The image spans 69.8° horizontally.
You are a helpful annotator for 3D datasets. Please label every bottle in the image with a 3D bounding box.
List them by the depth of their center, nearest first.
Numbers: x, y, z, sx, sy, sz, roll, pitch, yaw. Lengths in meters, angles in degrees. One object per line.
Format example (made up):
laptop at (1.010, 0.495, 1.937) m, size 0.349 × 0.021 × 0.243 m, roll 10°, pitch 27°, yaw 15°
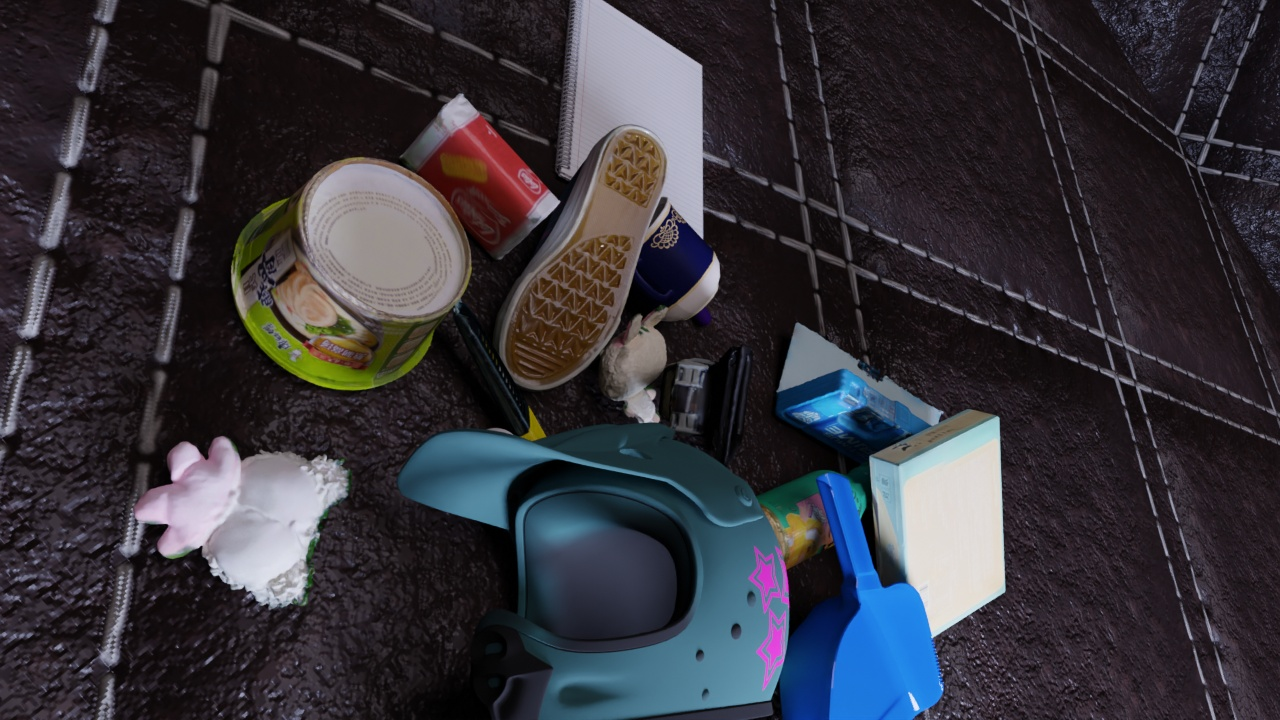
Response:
bottle at (0.167, 0.136, 0.843) m, size 0.209 × 0.068 × 0.068 m, roll -13°, pitch 78°, yaw -43°

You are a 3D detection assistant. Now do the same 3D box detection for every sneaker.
sneaker at (-0.051, -0.080, 0.749) m, size 0.087 × 0.079 × 0.235 m, roll 30°, pitch 76°, yaw -21°

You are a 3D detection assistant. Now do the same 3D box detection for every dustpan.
dustpan at (0.174, 0.224, 0.766) m, size 0.244 × 0.060 × 0.257 m, roll -13°, pitch 86°, yaw -52°

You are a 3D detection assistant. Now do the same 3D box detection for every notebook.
notebook at (-0.004, -0.250, 0.927) m, size 0.177 × 0.013 × 0.245 m, roll 22°, pitch 57°, yaw -33°

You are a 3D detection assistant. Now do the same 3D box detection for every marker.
marker at (0.025, -0.089, 0.870) m, size 0.134 × 0.015 × 0.018 m, roll 54°, pitch 18°, yaw -6°

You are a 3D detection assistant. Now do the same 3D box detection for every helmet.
helmet at (-0.019, 0.135, 0.595) m, size 0.274 × 0.177 × 0.200 m, roll 18°, pitch 58°, yaw -48°

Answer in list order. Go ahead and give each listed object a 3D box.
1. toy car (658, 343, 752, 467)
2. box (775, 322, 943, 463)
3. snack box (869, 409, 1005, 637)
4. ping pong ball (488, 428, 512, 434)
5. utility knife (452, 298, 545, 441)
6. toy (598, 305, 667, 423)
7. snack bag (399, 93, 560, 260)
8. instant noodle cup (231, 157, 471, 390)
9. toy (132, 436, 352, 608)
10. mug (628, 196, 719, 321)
toy car at (0.052, 0.030, 0.751) m, size 0.191 × 0.071 × 0.094 m, roll -8°, pitch 104°, yaw -82°
box at (0.257, 0.048, 0.946) m, size 0.243 × 0.094 × 0.115 m, roll 29°, pitch 57°, yaw -28°
snack box at (0.287, 0.159, 0.875) m, size 0.141 × 0.044 × 0.194 m, roll -19°, pitch 109°, yaw -30°
ping pong ball at (-0.105, 0.069, 0.662) m, size 0.040 × 0.040 × 0.040 m, roll 19°, pitch 58°, yaw -33°
utility knife at (-0.100, 0.025, 0.680) m, size 0.172 × 0.020 × 0.028 m, roll 64°, pitch 10°, yaw -11°
toy at (-0.005, 0.005, 0.772) m, size 0.050 × 0.112 × 0.087 m, roll 18°, pitch 31°, yaw 20°
snack bag at (-0.127, -0.142, 0.721) m, size 0.116 × 0.077 × 0.036 m, roll 47°, pitch 44°, yaw -12°
instant noodle cup at (-0.187, -0.062, 0.614) m, size 0.146 × 0.098 × 0.146 m, roll 19°, pitch 59°, yaw -33°
toy at (-0.235, 0.088, 0.541) m, size 0.109 × 0.041 × 0.095 m, roll 27°, pitch 68°, yaw -24°
mug at (0.021, -0.077, 0.805) m, size 0.089 × 0.086 × 0.111 m, roll 44°, pitch 27°, yaw -18°
